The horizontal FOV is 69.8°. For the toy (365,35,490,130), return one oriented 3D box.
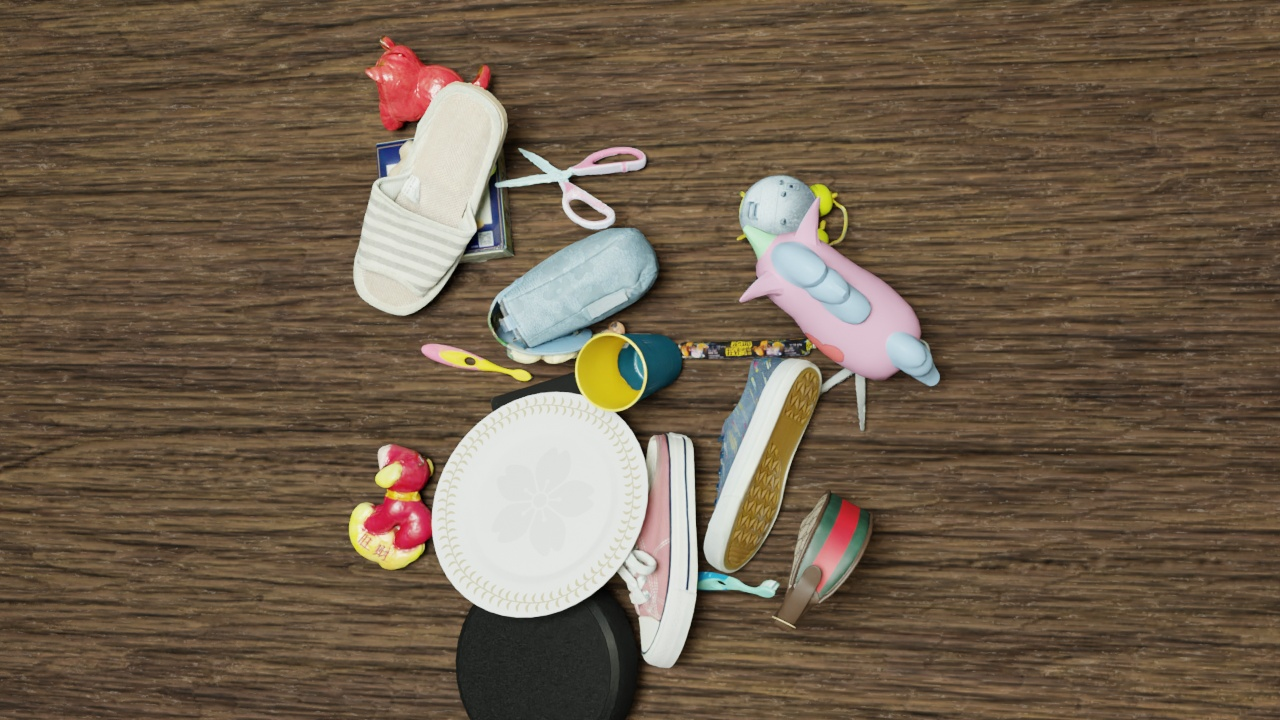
[{"bbox_3d":[-0.237,-0.313,1.025,0.133,0.094,0.088,-7,54,5],"label":"toy"}]

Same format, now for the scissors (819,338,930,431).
[{"bbox_3d":[0.233,-0.013,0.979,0.142,0.014,0.175,-15,80,6],"label":"scissors"}]

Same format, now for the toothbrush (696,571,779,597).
[{"bbox_3d":[0.089,0.229,0.939,0.017,0.135,0.022,-38,108,-37],"label":"toothbrush"}]

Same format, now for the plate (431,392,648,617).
[{"bbox_3d":[-0.106,0.147,0.959,0.243,0.016,0.242,-9,62,16],"label":"plate"}]

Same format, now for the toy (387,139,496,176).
[{"bbox_3d":[-0.221,-0.214,1.005,0.118,0.043,0.092,-29,92,11],"label":"toy"}]

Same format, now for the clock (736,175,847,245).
[{"bbox_3d":[0.161,-0.150,0.980,0.119,0.057,0.083,6,85,9],"label":"clock"}]

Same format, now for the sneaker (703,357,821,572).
[{"bbox_3d":[0.109,0.102,0.958,0.079,0.087,0.235,22,93,41],"label":"sneaker"}]

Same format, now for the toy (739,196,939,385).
[{"bbox_3d":[0.199,-0.051,0.896,0.222,0.171,0.120,38,92,17],"label":"toy"}]

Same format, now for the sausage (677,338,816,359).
[{"bbox_3d":[0.112,-0.012,0.994,0.155,0.020,0.020,-1,84,8],"label":"sausage"}]

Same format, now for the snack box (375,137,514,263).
[{"bbox_3d":[-0.223,-0.183,1.047,0.144,0.042,0.145,-6,84,7],"label":"snack box"}]

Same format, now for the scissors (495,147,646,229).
[{"bbox_3d":[-0.073,-0.192,1.002,0.170,0.014,0.168,-8,50,-5],"label":"scissors"}]

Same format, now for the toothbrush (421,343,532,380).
[{"bbox_3d":[-0.185,0.003,1.039,0.135,0.016,0.021,15,89,12],"label":"toothbrush"}]

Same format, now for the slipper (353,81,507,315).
[{"bbox_3d":[-0.226,-0.164,0.974,0.114,0.054,0.273,28,112,-12],"label":"slipper"}]

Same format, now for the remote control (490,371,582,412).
[{"bbox_3d":[-0.093,0.039,1.019,0.152,0.020,0.041,-18,81,8],"label":"remote control"}]

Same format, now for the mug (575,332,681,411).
[{"bbox_3d":[-0.006,0.006,0.952,0.078,0.121,0.078,3,97,24],"label":"mug"}]

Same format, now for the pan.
[{"bbox_3d":[-0.104,0.245,0.975,0.204,0.044,0.355,-4,80,21],"label":"pan"}]

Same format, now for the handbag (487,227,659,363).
[{"bbox_3d":[-0.065,-0.062,0.982,0.192,0.121,0.118,-25,99,3],"label":"handbag"}]

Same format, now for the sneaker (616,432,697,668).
[{"bbox_3d":[0.006,0.193,0.950,0.087,0.118,0.240,4,79,-12],"label":"sneaker"}]

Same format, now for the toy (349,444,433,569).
[{"bbox_3d":[-0.265,0.166,1.013,0.105,0.067,0.137,16,95,5],"label":"toy"}]

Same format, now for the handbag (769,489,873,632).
[{"bbox_3d":[0.170,0.202,0.891,0.063,0.166,0.138,27,101,11],"label":"handbag"}]
